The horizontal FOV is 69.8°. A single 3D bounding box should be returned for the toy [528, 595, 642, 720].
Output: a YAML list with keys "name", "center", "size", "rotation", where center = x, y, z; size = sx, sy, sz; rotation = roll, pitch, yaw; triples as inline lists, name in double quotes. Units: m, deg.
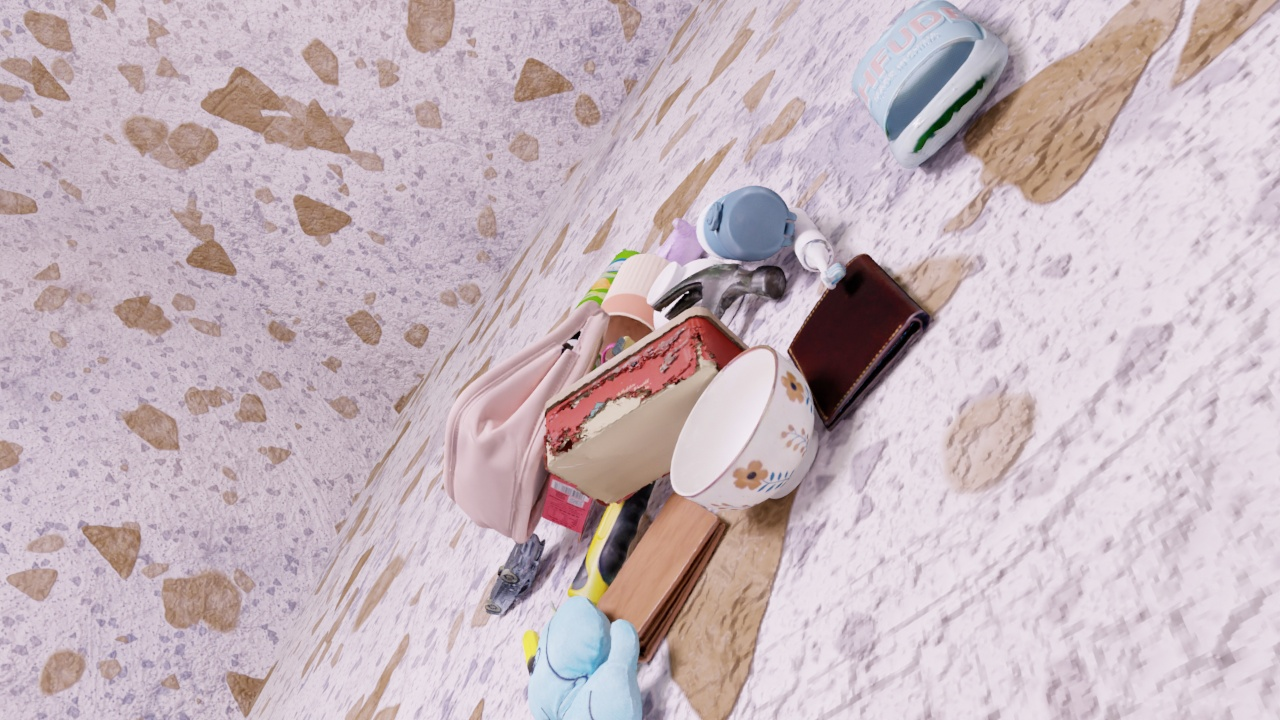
- name: "toy"
  center: [-0.043, 0.223, 0.654]
  size: [0.162, 0.049, 0.156]
  rotation: [-61, 24, 29]

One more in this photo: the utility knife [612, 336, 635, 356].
- name: "utility knife"
  center: [-0.005, 0.005, 0.871]
  size: [0.173, 0.019, 0.031]
  rotation: [43, -117, -66]

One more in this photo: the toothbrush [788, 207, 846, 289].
- name: "toothbrush"
  center: [0.135, -0.090, 0.728]
  size: [0.026, 0.027, 0.220]
  rotation: [-46, 12, 15]

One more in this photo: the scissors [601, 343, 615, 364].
- name: "scissors"
  center: [-0.041, 0.040, 1.000]
  size: [0.138, 0.017, 0.096]
  rotation: [-45, 64, 36]

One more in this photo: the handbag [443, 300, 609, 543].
- name: "handbag"
  center: [-0.090, 0.040, 0.882]
  size: [0.233, 0.093, 0.194]
  rotation: [-56, -10, -35]

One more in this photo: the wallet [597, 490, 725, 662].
- name: "wallet"
  center: [0.013, 0.155, 0.681]
  size: [0.115, 0.020, 0.101]
  rotation: [-57, 16, -5]

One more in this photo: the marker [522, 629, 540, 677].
- name: "marker"
  center: [-0.086, 0.265, 0.782]
  size: [0.018, 0.015, 0.124]
  rotation: [-57, 18, 3]

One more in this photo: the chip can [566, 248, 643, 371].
- name: "chip can"
  center: [-0.052, -0.039, 1.088]
  size: [0.072, 0.072, 0.235]
  rotation: [-38, 14, 50]

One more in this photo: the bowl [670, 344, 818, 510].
- name: "bowl"
  center: [0.076, 0.053, 0.605]
  size: [0.114, 0.062, 0.113]
  rotation: [-53, 15, 20]

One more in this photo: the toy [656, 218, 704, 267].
- name: "toy"
  center: [0.038, -0.118, 1.070]
  size: [0.083, 0.039, 0.108]
  rotation: [2, -48, -54]

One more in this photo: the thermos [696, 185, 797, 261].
- name: "thermos"
  center: [0.089, -0.122, 0.827]
  size: [0.070, 0.070, 0.220]
  rotation: [-56, 4, 5]

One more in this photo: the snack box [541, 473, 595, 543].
- name: "snack box"
  center: [-0.051, 0.096, 0.870]
  size: [0.127, 0.044, 0.113]
  rotation: [108, -176, -57]

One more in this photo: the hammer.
- name: "hammer"
  center: [0.017, 0.057, 0.792]
  size: [0.126, 0.032, 0.322]
  rotation: [6, 66, 49]

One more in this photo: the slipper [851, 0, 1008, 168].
- name: "slipper"
  center: [0.217, -0.237, 0.722]
  size: [0.104, 0.074, 0.244]
  rotation: [-47, 17, 30]

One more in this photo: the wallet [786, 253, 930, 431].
- name: "wallet"
  center: [0.142, -0.016, 0.622]
  size: [0.096, 0.020, 0.122]
  rotation: [-55, 16, 18]

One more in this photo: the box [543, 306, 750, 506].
- name: "box"
  center: [0.008, 0.044, 0.709]
  size: [0.169, 0.091, 0.079]
  rotation: [-33, 39, 24]

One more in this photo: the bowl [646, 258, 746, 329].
- name: "bowl"
  center: [0.046, -0.060, 0.916]
  size: [0.118, 0.064, 0.118]
  rotation: [-52, 17, 22]

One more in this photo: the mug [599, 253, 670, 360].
- name: "mug"
  center: [-0.002, -0.046, 1.030]
  size: [0.115, 0.082, 0.105]
  rotation: [95, -168, -48]

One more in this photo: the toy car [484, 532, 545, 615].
- name: "toy car"
  center: [-0.131, 0.225, 0.959]
  size: [0.121, 0.037, 0.054]
  rotation: [-57, 13, 44]
